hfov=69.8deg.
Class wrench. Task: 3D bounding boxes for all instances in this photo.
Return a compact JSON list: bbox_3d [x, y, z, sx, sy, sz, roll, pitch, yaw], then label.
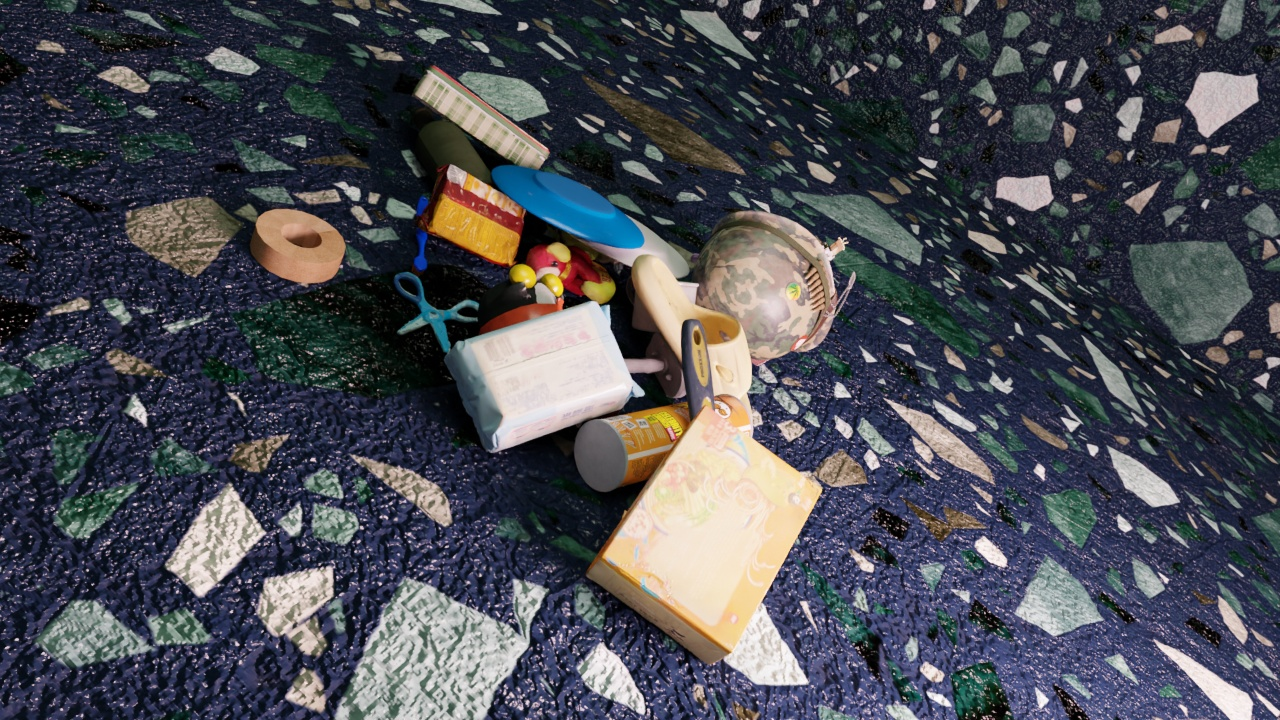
[{"bbox_3d":[0.069,0.087,0.975,0.073,0.022,0.273,4,73,-36],"label":"wrench"}]

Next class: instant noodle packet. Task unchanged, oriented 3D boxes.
[{"bbox_3d":[-0.210,-0.181,1.160,0.135,0.040,0.098,24,64,-30],"label":"instant noodle packet"}]

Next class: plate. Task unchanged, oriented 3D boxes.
[{"bbox_3d":[-0.035,-0.186,1.298,0.242,0.016,0.242,25,21,-10],"label":"plate"},{"bbox_3d":[-0.091,-0.216,1.234,0.224,0.024,0.224,24,22,-10],"label":"plate"}]

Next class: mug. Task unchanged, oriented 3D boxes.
[{"bbox_3d":[0.021,-0.076,1.219,0.084,0.070,0.113,0,9,-45],"label":"mug"}]

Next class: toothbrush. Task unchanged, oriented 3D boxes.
[{"bbox_3d":[-0.273,-0.158,1.142,0.016,0.018,0.182,17,32,-23],"label":"toothbrush"}]

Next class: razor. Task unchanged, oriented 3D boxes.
[{"bbox_3d":[-0.007,0.007,1.127,0.116,0.047,0.088,-1,44,-31],"label":"razor"}]

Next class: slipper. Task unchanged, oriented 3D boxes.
[{"bbox_3d":[0.085,-0.032,1.130,0.261,0.079,0.111,53,19,-19],"label":"slipper"}]

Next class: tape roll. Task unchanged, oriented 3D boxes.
[{"bbox_3d":[-0.371,-0.125,0.994,0.094,0.027,0.093,23,33,-16],"label":"tape roll"}]

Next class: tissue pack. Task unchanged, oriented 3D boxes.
[{"bbox_3d":[-0.095,0.014,0.938,0.181,0.070,0.112,-18,68,-22],"label":"tissue pack"}]

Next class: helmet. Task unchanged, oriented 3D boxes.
[{"bbox_3d":[0.179,-0.105,1.290,0.224,0.193,0.235,48,52,-25],"label":"helmet"}]

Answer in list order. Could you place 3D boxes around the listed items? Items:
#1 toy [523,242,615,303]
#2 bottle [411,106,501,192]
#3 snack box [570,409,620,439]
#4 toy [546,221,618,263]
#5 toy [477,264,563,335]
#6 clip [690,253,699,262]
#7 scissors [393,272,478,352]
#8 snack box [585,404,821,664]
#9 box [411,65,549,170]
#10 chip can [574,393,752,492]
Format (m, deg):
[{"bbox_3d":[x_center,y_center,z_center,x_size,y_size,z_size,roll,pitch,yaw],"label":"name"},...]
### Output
[{"bbox_3d":[-0.092,-0.121,1.208,0.137,0.067,0.105,13,32,-42],"label":"toy"},{"bbox_3d":[-0.264,-0.279,1.261,0.071,0.072,0.206,-1,45,-42],"label":"bottle"},{"bbox_3d":[-0.066,0.023,1.037,0.031,0.051,0.140,12,37,-30],"label":"snack box"},{"bbox_3d":[-0.077,-0.168,1.299,0.115,0.046,0.092,16,27,-39],"label":"toy"},{"bbox_3d":[-0.129,-0.033,1.021,0.097,0.100,0.119,10,57,-63],"label":"toy"},{"bbox_3d":[0.106,-0.159,1.478,0.046,0.014,0.050,44,30,13],"label":"clip"},{"bbox_3d":[-0.240,-0.059,1.037,0.134,0.012,0.133,38,33,8],"label":"scissors"},{"bbox_3d":[0.060,0.164,0.877,0.145,0.081,0.194,36,57,2],"label":"snack box"},{"bbox_3d":[-0.233,-0.345,1.330,0.205,0.050,0.117,34,4,-19],"label":"box"},{"bbox_3d":[0.031,0.087,1.010,0.214,0.075,0.075,-8,50,-47],"label":"chip can"}]
